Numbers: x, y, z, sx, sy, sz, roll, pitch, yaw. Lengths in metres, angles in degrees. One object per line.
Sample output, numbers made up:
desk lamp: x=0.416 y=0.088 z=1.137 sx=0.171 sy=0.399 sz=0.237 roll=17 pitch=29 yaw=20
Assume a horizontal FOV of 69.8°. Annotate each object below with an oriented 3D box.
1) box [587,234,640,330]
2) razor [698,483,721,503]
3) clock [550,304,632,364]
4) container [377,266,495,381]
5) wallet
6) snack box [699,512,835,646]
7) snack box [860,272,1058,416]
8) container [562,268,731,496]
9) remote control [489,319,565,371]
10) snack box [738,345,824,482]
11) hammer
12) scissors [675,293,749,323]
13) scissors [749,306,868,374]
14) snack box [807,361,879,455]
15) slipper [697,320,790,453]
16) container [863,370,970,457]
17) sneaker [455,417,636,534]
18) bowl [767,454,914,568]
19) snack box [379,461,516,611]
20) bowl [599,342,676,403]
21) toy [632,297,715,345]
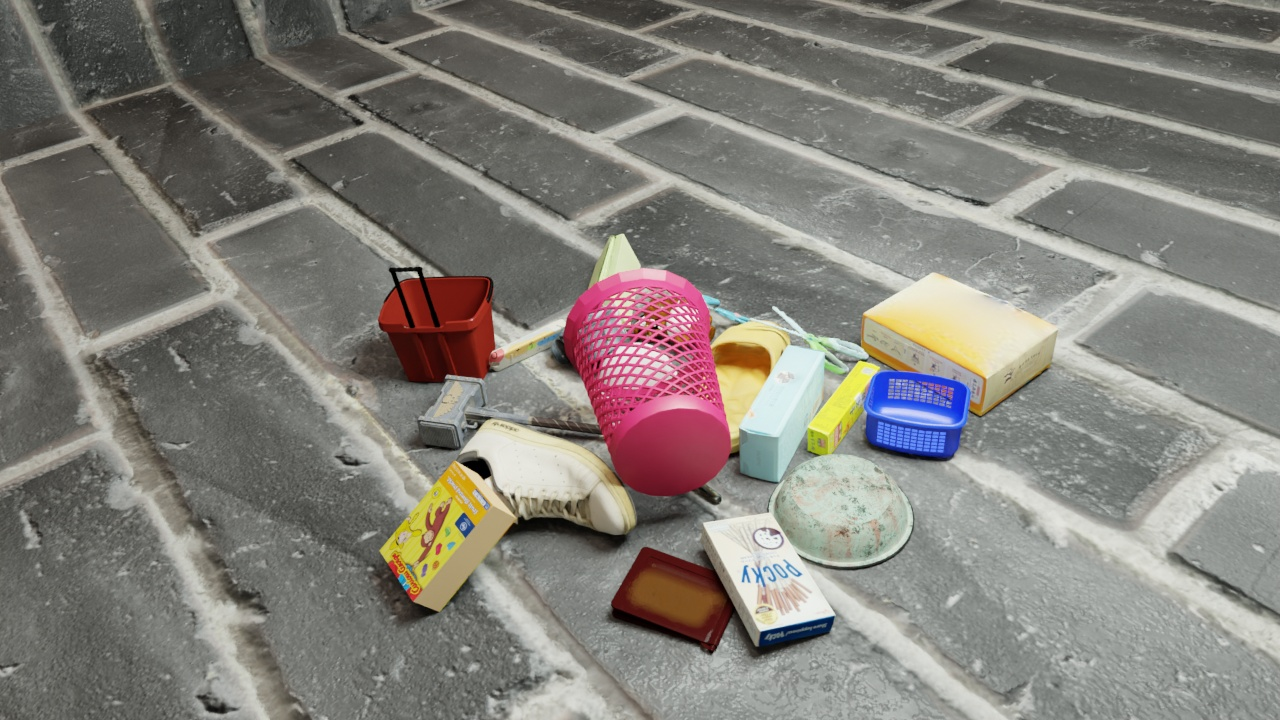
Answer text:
box: x=-0.044 y=-0.119 z=1.381 sx=0.089 sy=0.078 sz=0.187 roll=0 pitch=36 yaw=10
razor: x=0.055 y=0.134 z=1.070 sx=0.042 sy=0.026 sz=0.106 roll=-30 pitch=46 yaw=-31
clock: x=-0.075 y=-0.034 z=1.269 sx=0.130 sy=0.052 sz=0.090 roll=-14 pitch=20 yaw=41
container: x=-0.277 y=-0.073 z=1.247 sx=0.148 sy=0.201 sz=0.126 roll=-1 pitch=37 yaw=8
wallet: x=0.038 y=0.241 z=0.934 sx=0.116 sy=0.018 sz=0.091 roll=13 pitch=40 yaw=21
snack box: x=0.125 y=0.218 z=0.931 sx=0.081 sy=0.026 sz=0.150 roll=-6 pitch=35 yaw=-18
snack box: x=0.408 y=-0.034 z=1.186 sx=0.144 sy=0.081 sz=0.195 roll=-29 pitch=42 yaw=-26
container: x=0.016 y=0.032 z=1.049 sx=0.183 sy=0.183 sz=0.225 roll=-10 pitch=38 yaw=-5
remote control: x=-0.157 y=-0.022 z=1.295 sx=0.125 sy=0.038 sz=0.018 roll=-27 pitch=63 yaw=-25
snack box: x=0.172 y=0.061 z=1.103 sx=0.053 sy=0.075 sz=0.174 roll=13 pitch=41 yaw=23
hammer: x=-0.112 y=0.080 z=1.156 sx=0.322 sy=0.044 sz=0.098 roll=6 pitch=39 yaw=13
scissors: x=0.100 y=-0.081 z=1.314 sx=0.136 sy=0.015 sz=0.125 roll=23 pitch=13 yaw=-18
scissors: x=0.227 y=-0.027 z=1.212 sx=0.168 sy=0.023 sz=0.171 roll=0 pitch=34 yaw=-29
snack box: x=0.250 y=0.058 z=1.123 sx=0.029 sy=0.040 sz=0.147 roll=19 pitch=44 yaw=30
slipper: x=0.125 y=0.011 z=1.176 sx=0.100 sy=0.078 sz=0.262 roll=5 pitch=38 yaw=19
container: x=0.325 y=0.066 z=1.085 sx=0.114 sy=0.058 sz=0.095 roll=9 pitch=39 yaw=20
sneaker: x=-0.119 y=0.143 z=1.027 sx=0.242 sy=0.089 sz=0.102 roll=20 pitch=43 yaw=33
bowl: x=0.218 y=0.154 z=1.001 sx=0.157 sy=0.039 sz=0.157 roll=-4 pitch=37 yaw=3
snack box: x=-0.205 y=0.185 z=0.974 sx=0.126 sy=0.040 sz=0.088 roll=-50 pitch=47 yaw=-2
bowl: x=-0.007 y=0.007 z=1.231 sx=0.110 sy=0.041 sz=0.109 roll=-4 pitch=37 yaw=3
toy: x=0.051 y=-0.052 z=1.289 sx=0.113 sy=0.067 sz=0.087 roll=29 pitch=49 yaw=26
